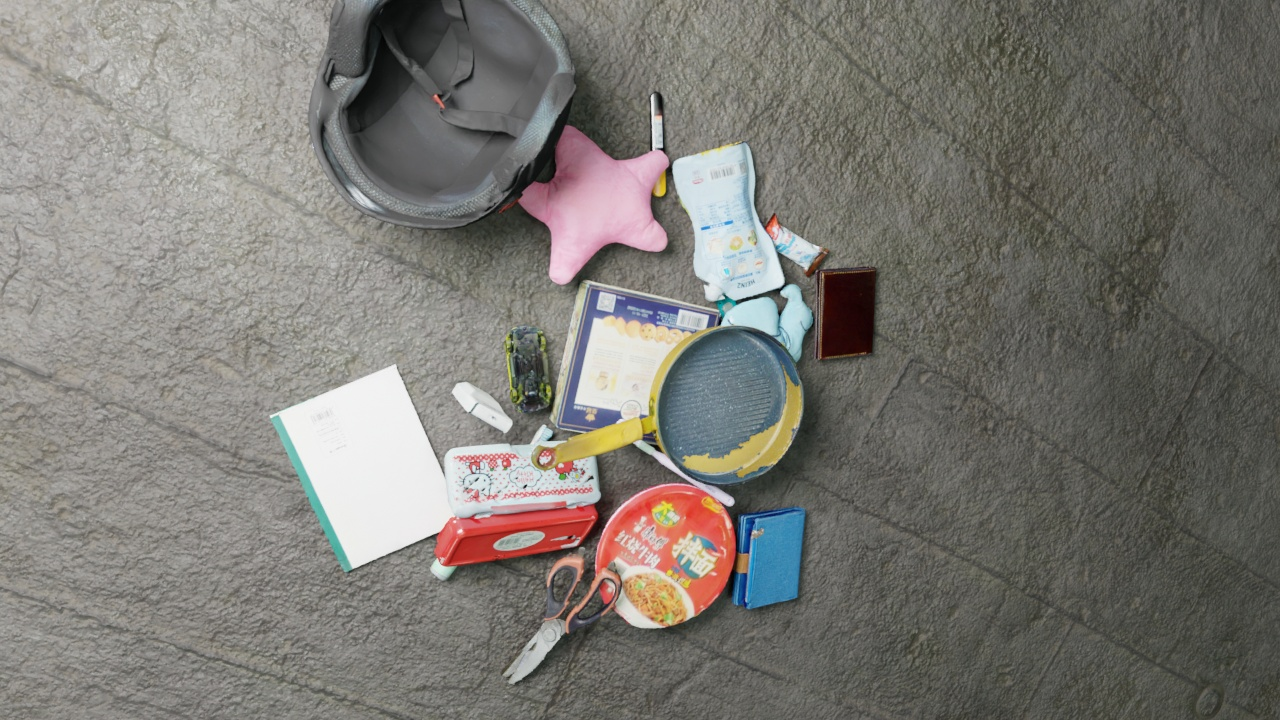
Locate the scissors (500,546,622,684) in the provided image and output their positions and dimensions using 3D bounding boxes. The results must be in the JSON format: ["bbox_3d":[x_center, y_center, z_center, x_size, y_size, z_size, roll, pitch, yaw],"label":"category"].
[{"bbox_3d":[-0.114,0.321,1.147,0.207,0.015,0.192,-12,102,12],"label":"scissors"}]

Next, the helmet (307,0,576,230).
[{"bbox_3d":[-0.196,-0.254,0.916,0.233,0.230,0.274,37,85,-8],"label":"helmet"}]

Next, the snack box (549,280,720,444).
[{"bbox_3d":[-0.007,0.007,1.138,0.177,0.046,0.182,11,97,-22],"label":"snack box"}]

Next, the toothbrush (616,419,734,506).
[{"bbox_3d":[0.044,0.131,1.138,0.189,0.021,0.029,34,84,-18],"label":"toothbrush"}]

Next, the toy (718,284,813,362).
[{"bbox_3d":[0.155,-0.033,1.177,0.156,0.050,0.161,26,85,-35],"label":"toy"}]

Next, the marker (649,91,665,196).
[{"bbox_3d":[0.020,-0.261,1.110,0.018,0.015,0.124,-5,100,-21],"label":"marker"}]

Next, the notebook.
[{"bbox_3d":[-0.314,0.127,1.067,0.150,0.012,0.209,-23,107,-13],"label":"notebook"}]

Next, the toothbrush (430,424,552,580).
[{"bbox_3d":[-0.181,0.171,1.118,0.027,0.026,0.224,37,87,-16],"label":"toothbrush"}]

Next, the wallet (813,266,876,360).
[{"bbox_3d":[0.277,-0.064,1.239,0.096,0.020,0.122,-6,103,-23],"label":"wallet"}]

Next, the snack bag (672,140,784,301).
[{"bbox_3d":[0.109,-0.169,1.143,0.110,0.039,0.191,-20,104,-19],"label":"snack bag"}]

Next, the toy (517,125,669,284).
[{"bbox_3d":[-0.049,-0.196,1.068,0.194,0.075,0.178,-23,98,-18],"label":"toy"}]

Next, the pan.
[{"bbox_3d":[0.037,0.071,1.074,0.356,0.078,0.198,-11,102,-19],"label":"pan"}]

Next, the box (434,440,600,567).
[{"bbox_3d":[-0.140,0.171,1.089,0.200,0.074,0.155,0,107,-37],"label":"box"}]

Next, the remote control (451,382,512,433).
[{"bbox_3d":[-0.180,0.051,1.039,0.049,0.125,0.024,31,88,-23],"label":"remote control"}]

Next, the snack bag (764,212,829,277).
[{"bbox_3d":[0.196,-0.149,1.192,0.104,0.026,0.048,31,103,-22],"label":"snack bag"}]

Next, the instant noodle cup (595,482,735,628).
[{"bbox_3d":[0.024,0.244,1.188,0.193,0.066,0.194,-4,102,-21],"label":"instant noodle cup"}]

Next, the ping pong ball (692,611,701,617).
[{"bbox_3d":[0.066,0.325,1.233,0.040,0.040,0.040,-4,102,-20],"label":"ping pong ball"}]

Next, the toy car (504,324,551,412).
[{"bbox_3d":[-0.136,0.010,1.099,0.048,0.032,0.105,-7,92,-19],"label":"toy car"}]

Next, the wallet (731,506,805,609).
[{"bbox_3d":[0.177,0.271,1.265,0.106,0.040,0.133,-3,102,-29],"label":"wallet"}]

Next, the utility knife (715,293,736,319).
[{"bbox_3d":[0.110,-0.074,1.182,0.029,0.013,0.179,-28,109,-17],"label":"utility knife"}]
